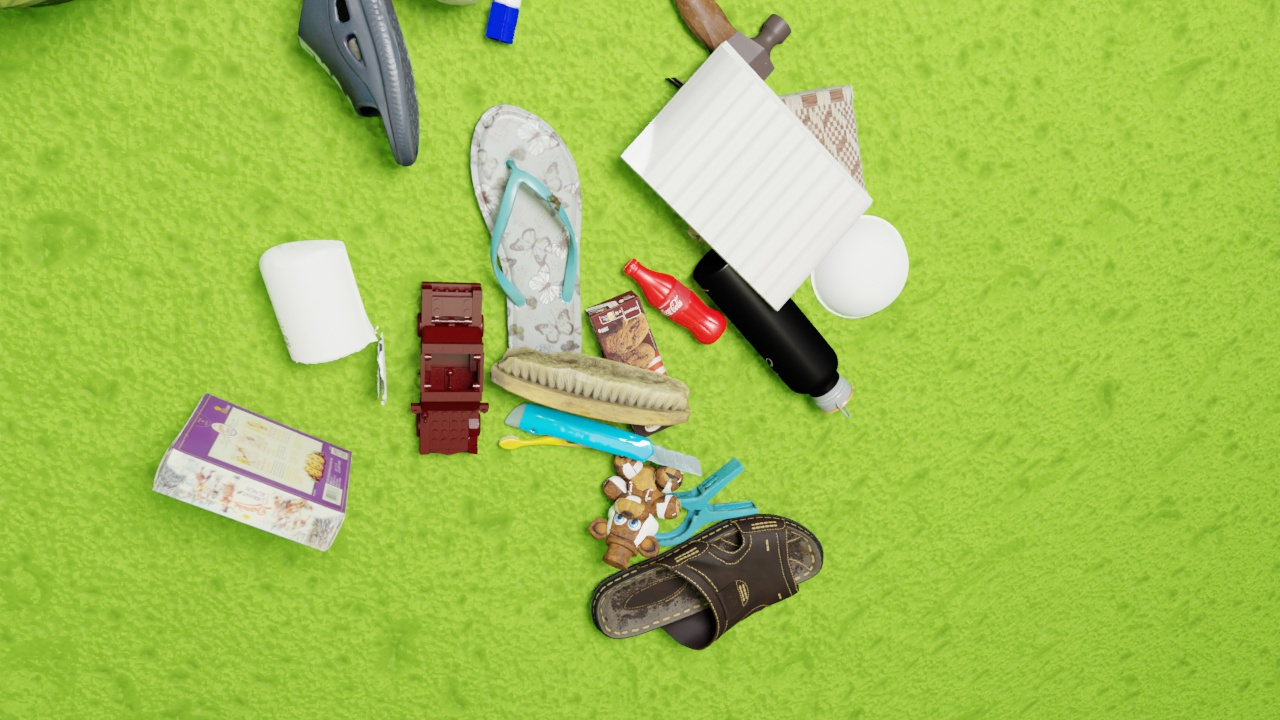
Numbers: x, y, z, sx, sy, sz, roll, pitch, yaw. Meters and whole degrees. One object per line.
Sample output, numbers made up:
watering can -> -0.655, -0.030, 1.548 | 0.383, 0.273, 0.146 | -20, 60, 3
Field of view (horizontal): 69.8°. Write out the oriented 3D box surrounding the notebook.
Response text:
notebook -> 0.103, -0.169, 0.856 | 0.209, 0.009, 0.142 | 42, 87, -16

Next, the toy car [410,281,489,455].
toy car -> -0.179, 0.014, 0.867 | 0.070, 0.062, 0.170 | 0, 107, -14

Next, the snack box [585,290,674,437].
snack box -> -0.005, 0.005, 0.924 | 0.051, 0.031, 0.141 | -23, 111, -7

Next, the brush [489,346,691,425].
brush -> -0.046, 0.024, 0.876 | 0.195, 0.059, 0.043 | 13, 111, -4

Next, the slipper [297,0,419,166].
slipper -> -0.241, -0.285, 0.735 | 0.083, 0.110, 0.268 | -13, 106, -7

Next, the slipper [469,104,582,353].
slipper -> -0.093, -0.103, 0.859 | 0.098, 0.054, 0.269 | -13, 111, -13

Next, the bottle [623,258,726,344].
bottle -> 0.032, -0.061, 0.911 | 0.119, 0.036, 0.036 | 36, 95, -21

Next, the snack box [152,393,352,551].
snack box -> -0.333, 0.095, 0.809 | 0.148, 0.143, 0.040 | 26, 98, -20

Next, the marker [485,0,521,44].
marker -> -0.109, -0.344, 0.792 | 0.023, 0.027, 0.133 | 18, 104, 14

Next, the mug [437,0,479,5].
mug -> -0.147, -0.350, 0.741 | 0.096, 0.100, 0.120 | 24, 98, -22

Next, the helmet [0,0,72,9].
helmet -> -0.412, -0.360, 0.598 | 0.244, 0.246, 0.213 | -9, 141, 30

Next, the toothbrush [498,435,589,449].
toothbrush -> -0.078, 0.081, 0.940 | 0.135, 0.016, 0.021 | -1, 105, -16

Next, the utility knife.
utility knife -> -0.035, 0.081, 0.924 | 0.205, 0.015, 0.031 | 17, 92, 0

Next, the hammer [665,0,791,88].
hammer -> 0.005, -0.369, 0.812 | 0.115, 0.033, 0.323 | -44, 111, 0

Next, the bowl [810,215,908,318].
bowl -> 0.236, -0.093, 0.951 | 0.110, 0.040, 0.110 | -4, 108, -13

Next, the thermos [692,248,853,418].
thermos -> 0.148, -0.023, 0.939 | 0.061, 0.061, 0.231 | -43, 112, 1

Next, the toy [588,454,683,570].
toy -> -0.006, 0.157, 0.944 | 0.087, 0.067, 0.112 | 17, 64, 17

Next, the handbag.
handbag -> 0.125, -0.191, 0.890 | 0.185, 0.047, 0.124 | -12, 101, -11

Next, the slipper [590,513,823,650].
slipper -> 0.078, 0.246, 0.997 | 0.267, 0.075, 0.113 | -15, 110, -9

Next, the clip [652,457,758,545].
clip -> 0.068, 0.172, 1.000 | 0.127, 0.028, 0.114 | -14, 105, -9

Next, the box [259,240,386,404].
box -> -0.273, -0.028, 0.821 | 0.092, 0.083, 0.166 | -16, 112, -19
